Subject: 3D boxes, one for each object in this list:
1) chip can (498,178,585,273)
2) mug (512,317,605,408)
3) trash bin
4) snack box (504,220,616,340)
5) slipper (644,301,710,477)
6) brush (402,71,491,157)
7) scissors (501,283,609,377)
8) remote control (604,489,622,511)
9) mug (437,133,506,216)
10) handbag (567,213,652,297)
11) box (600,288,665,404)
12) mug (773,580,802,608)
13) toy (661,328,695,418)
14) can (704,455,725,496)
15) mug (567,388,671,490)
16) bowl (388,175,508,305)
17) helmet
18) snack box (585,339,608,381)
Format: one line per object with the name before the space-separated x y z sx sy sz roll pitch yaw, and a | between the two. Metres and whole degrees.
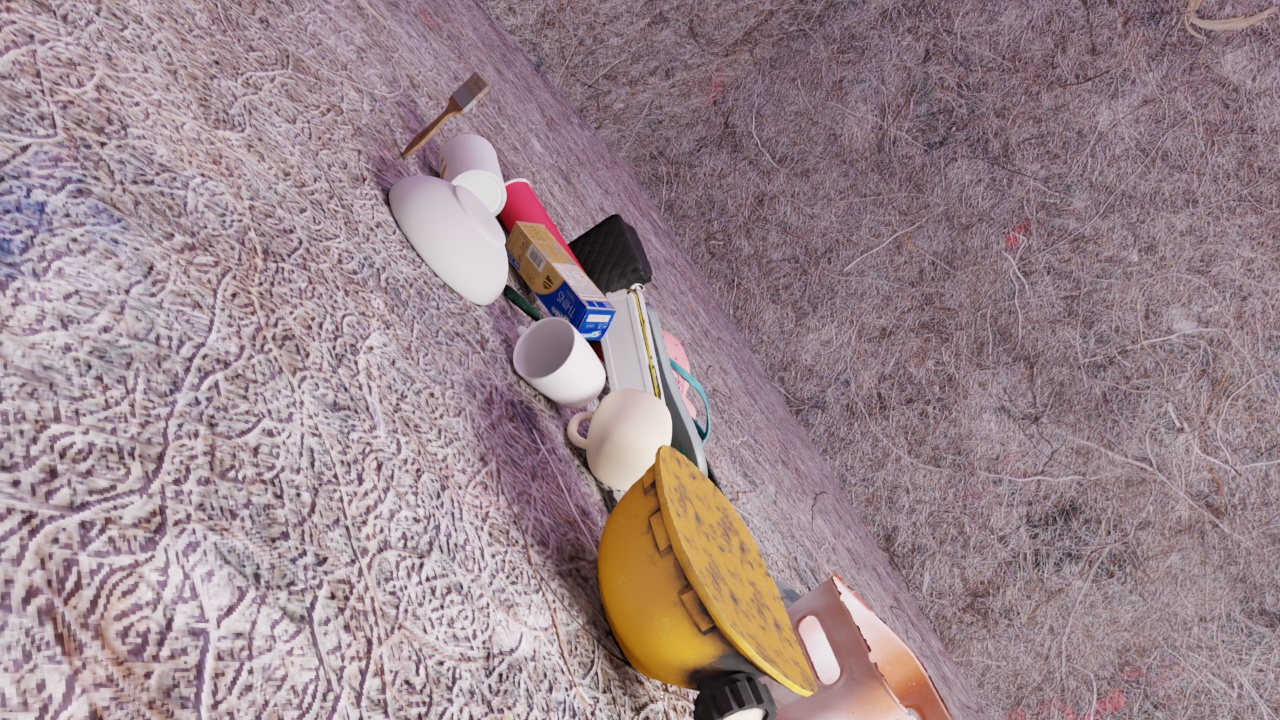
chip can | -0.145 -0.168 1.374 0.220 0.069 0.069 58 12 19
mug | -0.100 -0.001 1.068 0.114 0.081 0.087 37 -7 39
trash bin | 0.245 0.399 1.051 0.259 0.157 0.181 45 15 -33
snack box | -0.114 -0.109 1.253 0.056 0.057 0.206 2 39 -44
slipper | 0.047 0.045 1.286 0.098 0.054 0.268 -27 -99 62
brush | -0.252 -0.310 1.176 0.045 0.143 0.008 52 7 38
scissors | -0.111 -0.034 1.191 0.203 0.015 0.202 41 -7 4
remote control | 0.002 0.187 1.060 0.136 0.013 0.033 44 15 -45
mug | -0.229 -0.247 1.241 0.082 0.082 0.105 44 16 -40
handbag | -0.057 -0.132 1.432 0.125 0.154 0.114 64 11 22
box | -0.008 0.007 1.244 0.070 0.067 0.210 -4 79 -53
mug | 0.177 0.340 1.174 0.111 0.084 0.104 6 31 -36
toy | 0.025 0.028 1.420 0.236 0.097 0.192 -83 149 -57
can | 0.080 0.170 1.317 0.054 0.054 0.137 42 16 -44
mug | -0.026 0.093 1.047 0.120 0.096 0.099 15 27 -1
bowl | -0.210 -0.153 1.077 0.176 0.066 0.176 51 12 -15
helmet | 0.035 0.212 0.822 0.205 0.131 0.255 41 18 -45
snack box | -0.055 -0.025 1.312 0.121 0.072 0.072 43 15 -37
